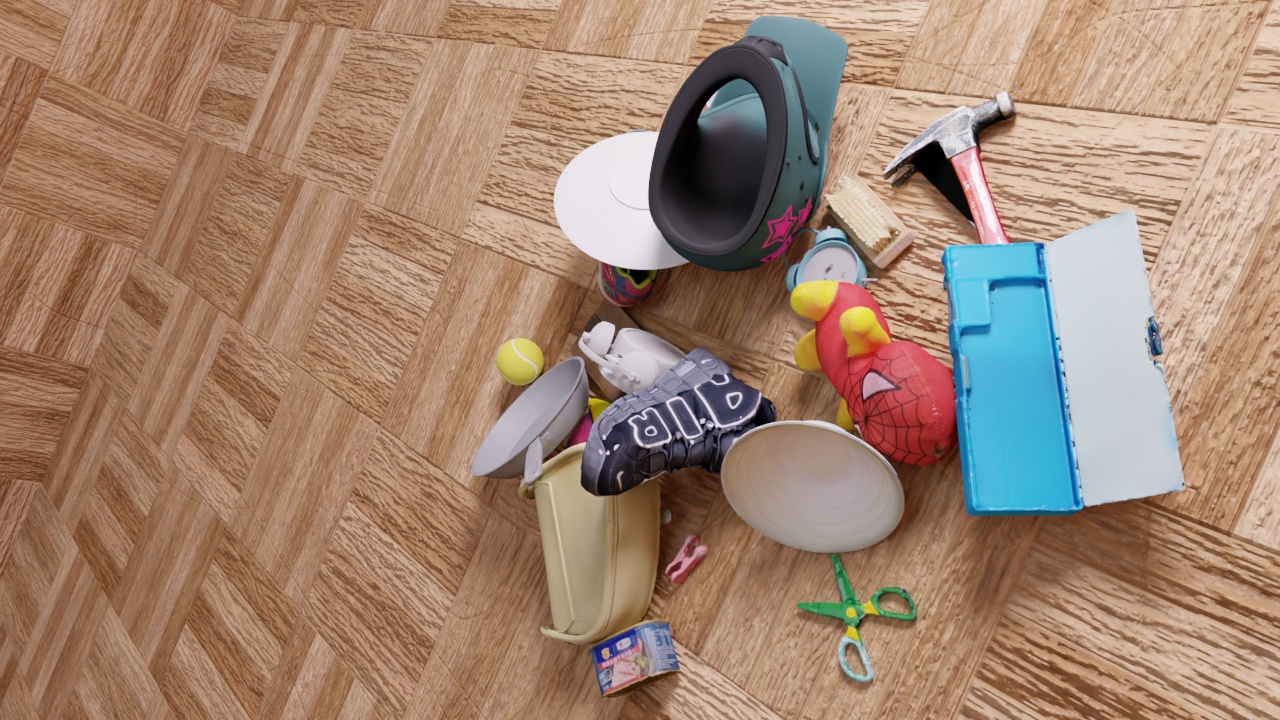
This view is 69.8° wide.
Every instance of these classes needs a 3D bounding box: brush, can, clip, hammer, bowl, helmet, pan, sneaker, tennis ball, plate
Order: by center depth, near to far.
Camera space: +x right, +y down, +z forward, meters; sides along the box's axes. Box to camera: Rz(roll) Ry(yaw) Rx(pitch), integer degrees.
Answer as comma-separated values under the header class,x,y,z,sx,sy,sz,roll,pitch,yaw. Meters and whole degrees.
class,x,y,z,sx,sy,sz,roll,pitch,yaw
hammer,0.338,-0.102,0.893,0.141,0.036,0.325,-25,60,31
bowl,0.171,0.110,0.902,0.177,0.177,0.057,-20,28,35
sneaker,0.056,0.090,0.963,0.151,0.251,0.097,25,130,29
brush,0.242,-0.155,0.990,0.049,0.039,0.117,-44,52,19
helmet,0.120,-0.233,0.999,0.176,0.199,0.275,24,113,18
can,-0.007,0.334,1.022,0.100,0.054,0.059,-33,58,29
clip,0.049,0.221,1.035,0.060,0.023,0.044,-39,49,22
pan,-0.124,0.094,1.099,0.201,0.051,0.356,-45,17,2
plate,0.007,-0.209,1.122,0.229,0.030,0.229,-1,57,1
sneaker,0.003,-0.190,1.174,0.091,0.116,0.241,152,124,-68
tennis ball,-0.166,0.002,1.268,0.065,0.065,0.065,-15,65,36

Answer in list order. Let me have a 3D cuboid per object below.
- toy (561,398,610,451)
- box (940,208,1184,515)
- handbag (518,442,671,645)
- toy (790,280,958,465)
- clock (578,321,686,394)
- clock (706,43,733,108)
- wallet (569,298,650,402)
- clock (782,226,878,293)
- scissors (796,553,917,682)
class,x,y,z,sx,sy,sz,roll,pitch,yaw
toy,-0.064,0.093,1.162,0.096,0.041,0.094,-55,40,15
box,0.352,0.007,0.783,0.171,0.070,0.243,-11,68,32
handbag,-0.057,0.214,1.070,0.191,0.088,0.232,-14,81,42
toy,0.230,0.013,0.888,0.098,0.148,0.216,-31,49,-7
clock,-0.006,0.006,1.069,0.120,0.159,0.061,41,111,42
clock,0.130,-0.320,1.132,0.117,0.058,0.158,7,80,42
wallet,-0.036,-0.016,1.190,0.099,0.027,0.121,-56,48,13
clock,0.198,-0.102,1.006,0.087,0.042,0.123,-51,49,15
scissors,0.208,0.252,0.893,0.126,0.011,0.130,-5,72,39
